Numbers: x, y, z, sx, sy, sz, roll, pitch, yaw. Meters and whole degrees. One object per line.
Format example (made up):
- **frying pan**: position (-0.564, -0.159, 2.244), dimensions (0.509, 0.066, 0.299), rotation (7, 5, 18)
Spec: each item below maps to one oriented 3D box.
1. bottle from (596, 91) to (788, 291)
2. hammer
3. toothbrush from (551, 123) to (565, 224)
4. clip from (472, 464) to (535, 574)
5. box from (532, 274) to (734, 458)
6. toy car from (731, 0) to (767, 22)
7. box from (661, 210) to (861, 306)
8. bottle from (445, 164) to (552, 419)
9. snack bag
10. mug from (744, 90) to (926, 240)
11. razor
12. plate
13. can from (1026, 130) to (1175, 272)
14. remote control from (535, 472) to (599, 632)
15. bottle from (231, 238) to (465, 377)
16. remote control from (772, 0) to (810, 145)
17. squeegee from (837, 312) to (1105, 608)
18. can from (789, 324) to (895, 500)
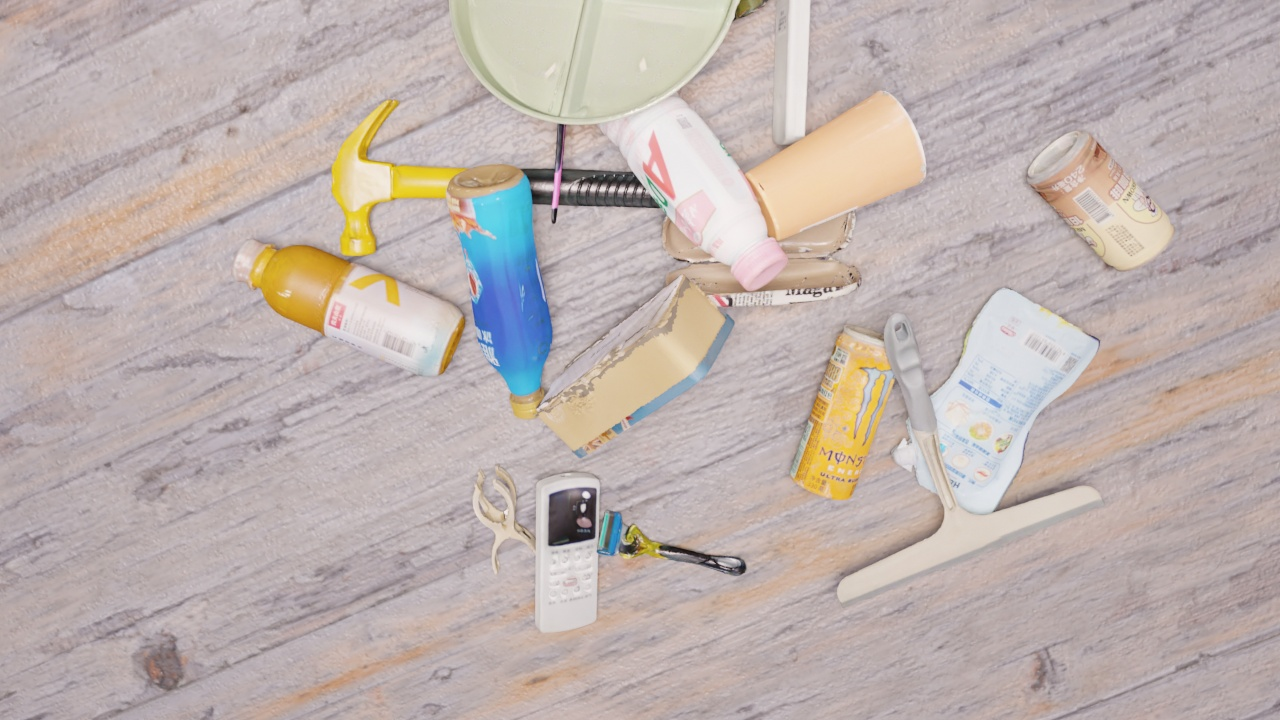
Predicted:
- **bottle**: position (0.040, -0.140, 0.709), dimensions (0.068, 0.068, 0.197), rotation (-37, 73, 8)
- **hammer**: position (-0.106, -0.147, 0.766), dimensions (0.301, 0.032, 0.129), rotation (2, 105, -1)
- **toothbrush**: position (-0.064, -0.203, 0.739), dimensions (0.018, 0.014, 0.189), rotation (5, 87, 10)
- **clip**: position (-0.126, 0.146, 0.837), dimensions (0.072, 0.034, 0.100), rotation (-17, 112, 2)
- **box**: position (-0.004, 0.004, 0.738), dimensions (0.062, 0.089, 0.185), rotation (46, 134, -12)
- **toy car**: position (0.032, -0.288, 0.728), dimensions (0.158, 0.042, 0.070), rotation (-24, 101, 6)
- **box**: position (0.101, -0.085, 0.755), dimensions (0.162, 0.086, 0.076), rotation (-4, 141, -5)
- **bottle**: position (-0.108, -0.048, 0.756), dimensions (0.065, 0.065, 0.219), rotation (-6, 120, 1)
- **snack bag**: position (0.310, 0.040, 0.811), dimensions (0.110, 0.038, 0.191), rotation (27, 104, -9)
- **mug**: position (0.147, -0.145, 0.711), dimensions (0.123, 0.078, 0.078), rotation (-27, 102, 1)
- **razor**: position (0.030, 0.177, 0.850), dimensions (0.142, 0.022, 0.042), rotation (15, 59, -7)
- **plate**: position (-0.034, -0.286, 0.697), dimensions (0.230, 0.027, 0.230), rotation (-1, 83, 11)
- **can**: position (0.380, -0.131, 0.759), dimensions (0.116, 0.058, 0.058), rotation (41, 100, -9)
- **remote control**: position (-0.066, 0.176, 0.838), dimensions (0.058, 0.021, 0.150), rotation (-5, 106, -25)
- **bottle**: position (-0.244, -0.048, 0.769), dimensions (0.189, 0.068, 0.068), rotation (23, 102, -5)
- **remote control**: position (0.121, -0.241, 0.733), dimensions (0.019, 0.056, 0.135), rotation (-1, 103, -3)
- **squeegee**: position (0.245, 0.064, 0.781), dimensions (0.246, 0.039, 0.247), rotation (-23, 111, 3)
- **can**: position (0.180, 0.046, 0.800), dimensions (0.058, 0.058, 0.146), rotation (16, 103, -4)
